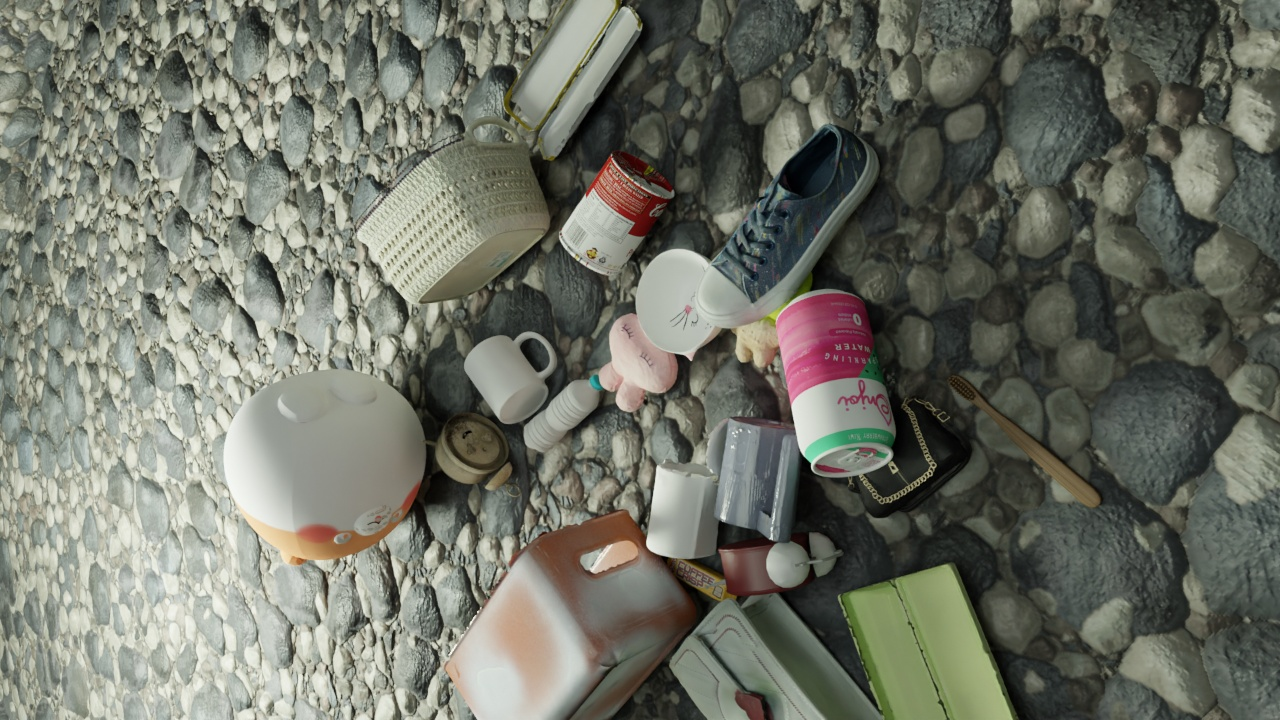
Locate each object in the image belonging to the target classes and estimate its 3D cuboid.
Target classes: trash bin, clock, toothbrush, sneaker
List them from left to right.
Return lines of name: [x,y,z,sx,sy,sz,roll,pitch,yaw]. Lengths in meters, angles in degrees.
clock: [-0.215,0.134,1.221,0.141,0.092,0.055,43,125,2]
trash bin: [-0.077,0.317,1.037,0.157,0.181,0.260,49,123,26]
clock: [0.137,0.205,0.927,0.138,0.096,0.048,-15,81,40]
sneaker: [0.136,-0.130,0.899,0.236,0.079,0.087,-48,57,10]
toothbrush: [0.338,0.069,0.816,0.167,0.016,0.016,47,118,28]

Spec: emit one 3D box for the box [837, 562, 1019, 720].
box: [0.274,0.293,0.859,0.139,0.030,0.187,-33,70,40]

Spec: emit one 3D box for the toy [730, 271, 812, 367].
toy: [0.133,-0.050,0.962,0.092,0.043,0.118,21,105,35]

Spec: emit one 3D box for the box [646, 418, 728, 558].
box: [0.060,0.137,1.003,0.095,0.084,0.165,9,95,48]

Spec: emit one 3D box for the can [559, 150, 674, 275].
can: [-0.028,-0.169,1.061,0.086,0.086,0.117,51,119,26]

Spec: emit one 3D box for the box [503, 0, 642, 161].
box: [-0.084,-0.360,1.135,0.210,0.045,0.128,-49,63,27]

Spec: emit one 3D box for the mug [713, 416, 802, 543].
mug: [0.128,0.117,0.926,0.124,0.083,0.104,-156,73,-78]

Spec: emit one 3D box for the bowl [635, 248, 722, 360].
bowl: [0.055,-0.065,1.018,0.115,0.050,0.114,0,90,39]

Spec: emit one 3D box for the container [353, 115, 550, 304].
container: [-0.234,-0.179,1.175,0.252,0.184,0.143,-33,82,35]

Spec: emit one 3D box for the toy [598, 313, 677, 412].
toy: [-0.006,0.006,1.068,0.108,0.053,0.105,48,123,28]

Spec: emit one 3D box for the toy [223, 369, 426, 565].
toy: [-0.433,0.154,1.282,0.266,0.262,0.281,33,128,36]

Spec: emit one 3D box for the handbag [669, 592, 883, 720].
handbag: [0.130,0.347,0.934,0.198,0.096,0.142,47,118,26]

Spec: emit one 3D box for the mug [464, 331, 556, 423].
mug: [-0.160,0.012,1.186,0.110,0.074,0.090,-41,63,3]

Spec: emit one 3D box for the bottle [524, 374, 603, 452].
bottle: [-0.093,0.063,1.141,0.137,0.044,0.044,-42,65,31]

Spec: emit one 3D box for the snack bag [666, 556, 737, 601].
snack bag: [0.068,0.242,1.030,0.099,0.020,0.026,22,102,36]

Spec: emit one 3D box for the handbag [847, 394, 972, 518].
handbag: [0.247,0.093,0.873,0.129,0.054,0.079,-49,51,31]

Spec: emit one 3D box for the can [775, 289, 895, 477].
can: [0.183,0.020,0.866,0.088,0.088,0.165,-29,54,35]
